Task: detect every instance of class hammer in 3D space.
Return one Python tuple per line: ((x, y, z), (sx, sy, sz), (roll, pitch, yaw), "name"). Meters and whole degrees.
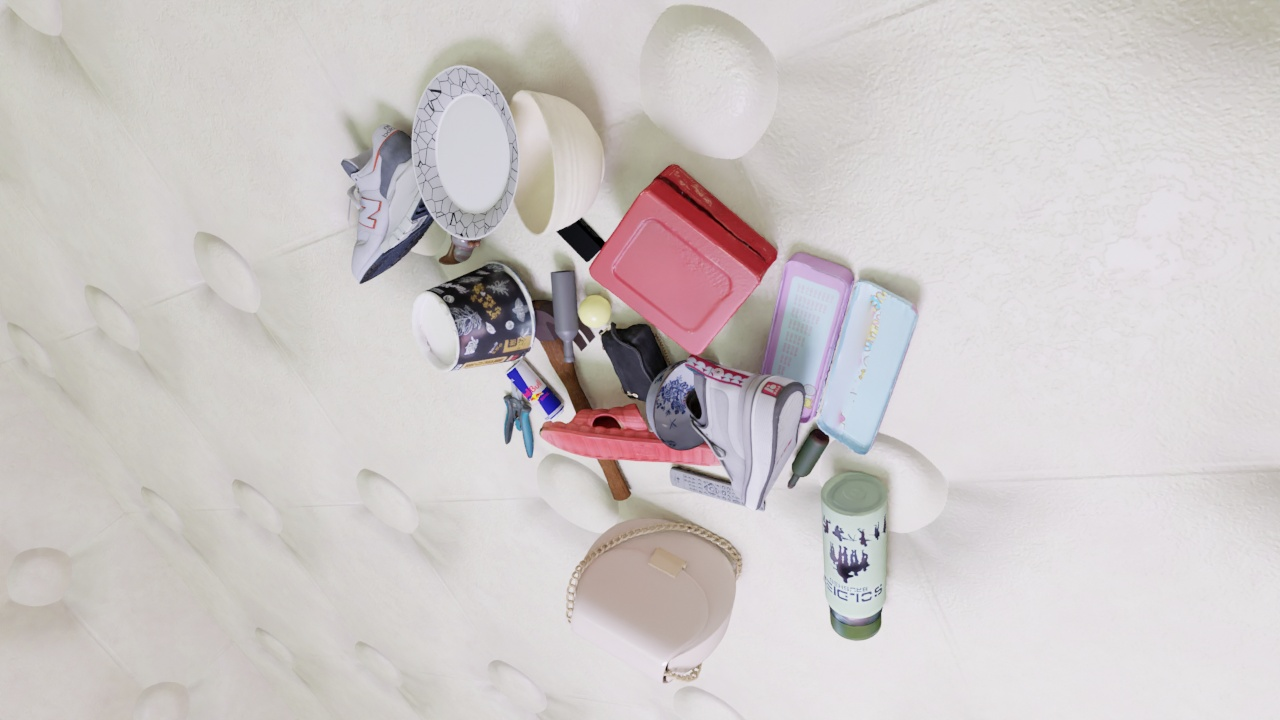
((-0.079, 0.061, 1.247), (0.115, 0.033, 0.323), (1, 125, 37), "hammer")

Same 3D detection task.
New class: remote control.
((-0.104, -0.180, 1.078), (0.150, 0.013, 0.035), (45, 137, -6), "remote control")
((0.101, 0.170, 1.217), (0.137, 0.013, 0.033), (14, 131, 27), "remote control")

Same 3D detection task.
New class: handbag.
((-0.007, 0.006, 1.134), (0.079, 0.054, 0.128), (1, 127, 40), "handbag")
((0.020, 0.324, 1.260), (0.211, 0.207, 0.104), (24, 136, 20), "handbag")

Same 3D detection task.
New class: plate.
((-0.193, -0.231, 1.029), (0.189, 0.016, 0.189), (12, 108, 40), "plate")

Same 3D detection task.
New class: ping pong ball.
((-0.056, -0.060, 1.122), (0.040, 0.040, 0.040), (20, 133, 22), "ping pong ball")

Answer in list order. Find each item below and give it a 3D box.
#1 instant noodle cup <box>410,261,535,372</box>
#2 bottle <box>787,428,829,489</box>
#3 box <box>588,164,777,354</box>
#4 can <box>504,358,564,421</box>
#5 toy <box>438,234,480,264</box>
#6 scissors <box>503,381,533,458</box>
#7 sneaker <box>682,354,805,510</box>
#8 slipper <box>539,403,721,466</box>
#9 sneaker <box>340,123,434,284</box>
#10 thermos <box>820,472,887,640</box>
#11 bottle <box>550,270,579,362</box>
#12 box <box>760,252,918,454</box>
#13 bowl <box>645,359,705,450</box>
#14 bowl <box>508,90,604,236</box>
((-0.218, -0.048, 1.168), (0.137, 0.112, 0.137), (22, 122, 41), "instant noodle cup")
((0.197, 0.122, 1.101), (0.025, 0.025, 0.106), (31, 136, 11), "bottle")
((0.044, -0.105, 0.968), (0.157, 0.110, 0.134), (39, 133, 2), "box")
((-0.146, 0.042, 1.277), (0.095, 0.032, 0.032), (49, 137, -9), "can")
((-0.223, -0.158, 1.163), (0.055, 0.041, 0.102), (45, 134, 30), "toy")
((-0.178, 0.086, 1.345), (0.124, 0.019, 0.148), (-14, 109, 47), "scissors")
((0.109, 0.084, 1.052), (0.129, 0.096, 0.263), (28, 155, 21), "sneaker")
((-0.008, 0.091, 1.178), (0.249, 0.059, 0.103), (5, 158, 10), "slipper")
((-0.332, -0.208, 1.176), (0.124, 0.088, 0.241), (50, 129, -3), "sneaker")
((0.259, 0.245, 1.122), (0.082, 0.082, 0.232), (12, 130, 28), "thermos")
((-0.092, -0.053, 1.130), (0.030, 0.030, 0.113), (3, 103, 34), "bottle")
((0.206, -0.002, 0.987), (0.151, 0.034, 0.215), (29, 137, 24), "box")
((0.047, 0.047, 1.098), (0.045, 0.114, 0.114), (22, 138, 49), "bowl")
((-0.085, -0.212, 0.976), (0.151, 0.075, 0.151), (40, 137, 53), "bowl")
